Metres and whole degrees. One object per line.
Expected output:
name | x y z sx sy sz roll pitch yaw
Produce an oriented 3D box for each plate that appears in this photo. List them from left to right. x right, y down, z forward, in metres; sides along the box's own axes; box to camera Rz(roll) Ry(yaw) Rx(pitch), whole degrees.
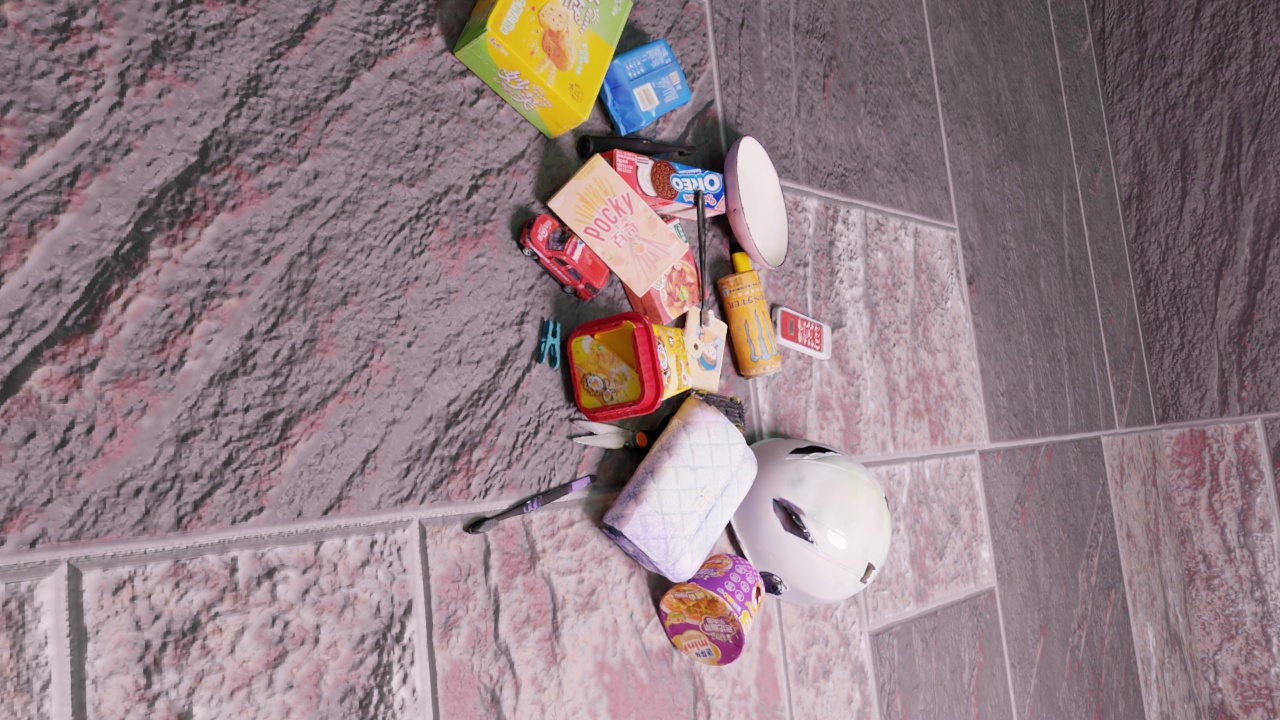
plate | 0.159 -0.221 1.303 0.192 0.039 0.192 30 55 -55

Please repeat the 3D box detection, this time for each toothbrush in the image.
toothbrush | -0.110 0.153 0.991 0.188 0.017 0.014 -17 93 -47
toothbrush | 0.002 -0.275 1.190 0.212 0.027 0.026 -11 74 -47
toothbrush | 0.082 -0.131 1.175 0.015 0.018 0.181 2 84 -44

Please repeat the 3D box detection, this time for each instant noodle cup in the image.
instant noodle cup | -0.006 0.006 1.066 0.123 0.116 0.116 -5 84 -57
instant noodle cup | 0.095 0.292 1.105 0.099 0.112 0.111 -37 107 -50

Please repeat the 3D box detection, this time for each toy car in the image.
toy car | -0.085 -0.121 1.055 0.120 0.045 0.052 39 55 -30
toy car | 0.093 0.067 1.180 0.106 0.031 0.049 14 62 -40

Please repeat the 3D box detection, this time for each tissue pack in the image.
tissue pack | 0.002 -0.356 1.188 0.156 0.052 0.095 -40 111 -42

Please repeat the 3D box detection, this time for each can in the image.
can | 0.151 -0.050 1.266 0.058 0.058 0.146 -18 94 -46

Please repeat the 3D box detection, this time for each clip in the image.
clip | -0.102 -0.019 1.038 0.040 0.014 0.056 20 69 -42

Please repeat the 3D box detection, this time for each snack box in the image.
snack box | -0.108 -0.392 1.072 0.157 0.070 0.209 37 57 -33
snack box | -0.027 -0.158 1.079 0.084 0.026 0.157 -45 105 3
snack box | 0.023 -0.222 1.177 0.207 0.058 0.057 1 83 -45
snack box | 0.032 -0.116 1.170 0.126 0.044 0.113 -35 106 -44

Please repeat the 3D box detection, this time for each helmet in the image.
helmet | 0.248 0.214 1.242 0.258 0.146 0.228 45 53 -29

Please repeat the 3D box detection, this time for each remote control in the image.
remote control | 0.245 -0.041 1.386 0.135 0.020 0.055 18 68 -41

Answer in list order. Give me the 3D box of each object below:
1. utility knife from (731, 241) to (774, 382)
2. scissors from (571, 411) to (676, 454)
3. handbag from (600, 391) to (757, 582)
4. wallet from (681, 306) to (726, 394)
utility knife | 0.161 -0.069 1.309 0.033 0.015 0.206 -11 87 -47
scissors | 0.005 0.088 1.123 0.234 0.022 0.162 38 50 -27
handbag | 0.052 0.153 1.081 0.134 0.076 0.193 46 67 -27
wallet | 0.078 -0.010 1.211 0.087 0.024 0.115 32 61 -42
